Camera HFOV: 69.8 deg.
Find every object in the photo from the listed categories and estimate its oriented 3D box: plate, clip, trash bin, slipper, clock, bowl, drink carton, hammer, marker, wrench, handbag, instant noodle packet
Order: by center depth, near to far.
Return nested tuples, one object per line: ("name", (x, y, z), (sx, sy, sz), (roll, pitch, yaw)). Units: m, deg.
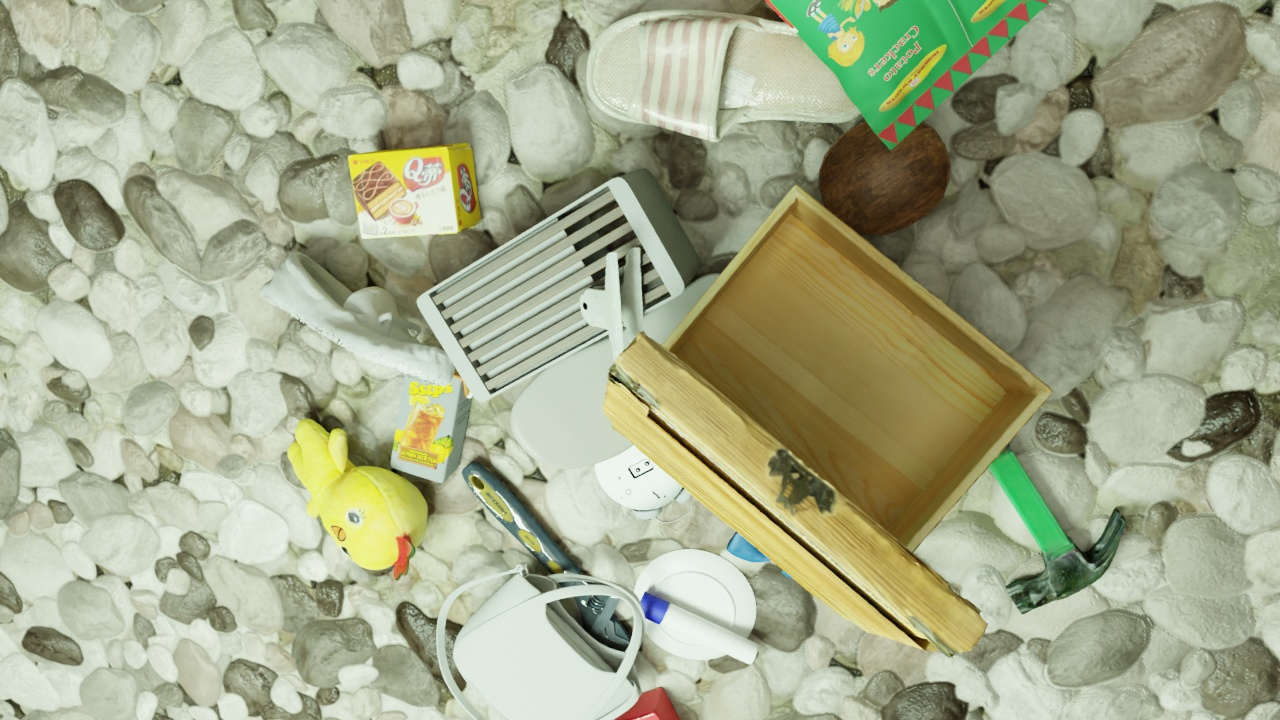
("instant noodle packet", (0.191, -0.332, 0.747), (0.195, 0.090, 0.252), (-43, 90, 5))
("clip", (-0.022, -0.046, 0.793), (0.057, 0.052, 0.102), (-7, 105, -16))
("slipper", (0.078, -0.254, 0.821), (0.263, 0.052, 0.115), (5, 105, 10))
("bowl", (0.219, -0.168, 0.830), (0.114, 0.026, 0.102), (-25, 99, 17))
("trash bin", (-0.073, -0.073, 0.871), (0.229, 0.114, 0.114), (-28, 98, 18))
("hammer", (0.341, 0.088, 0.876), (0.130, 0.032, 0.319), (-32, 97, 19))
("slipper", (-0.005, 0.005, 0.909), (0.266, 0.080, 0.113), (-36, 103, 1))
("slipper", (-0.278, -0.040, 0.915), (0.247, 0.112, 0.075), (28, 101, 27))
("clock", (0.009, 0.114, 0.950), (0.095, 0.035, 0.122), (-29, 99, 18))
("drink carton", (-0.219, 0.058, 0.974), (0.076, 0.048, 0.125), (16, 108, 7))
("marker", (0.060, 0.287, 0.982), (0.133, 0.023, 0.027), (24, 130, 4))
("handbag", (-0.094, 0.303, 0.985), (0.216, 0.095, 0.223), (46, 115, -5))
("plate", (0.057, 0.269, 0.996), (0.135, 0.011, 0.135), (3, 106, 11))
("wrench", (-0.098, 0.216, 1.008), (0.073, 0.022, 0.273), (-40, 96, 25))

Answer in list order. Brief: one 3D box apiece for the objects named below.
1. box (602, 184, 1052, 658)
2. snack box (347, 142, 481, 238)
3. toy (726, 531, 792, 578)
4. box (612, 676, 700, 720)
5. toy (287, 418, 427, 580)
("box", (0.134, 0.049, 0.697), (0.279, 0.334, 0.286), (40, 95, 3))
("snack box", (-0.220, -0.167, 0.903), (0.106, 0.061, 0.084), (-2, 105, 12))
("toy", (0.188, 0.195, 0.920), (0.176, 0.071, 0.113), (35, 107, 11))
("box", (-0.028, 0.470, 1.088), (0.214, 0.153, 0.165), (-24, 102, 18))
("toy", (-0.310, 0.149, 1.000), (0.207, 0.092, 0.134), (37, 130, 8))
